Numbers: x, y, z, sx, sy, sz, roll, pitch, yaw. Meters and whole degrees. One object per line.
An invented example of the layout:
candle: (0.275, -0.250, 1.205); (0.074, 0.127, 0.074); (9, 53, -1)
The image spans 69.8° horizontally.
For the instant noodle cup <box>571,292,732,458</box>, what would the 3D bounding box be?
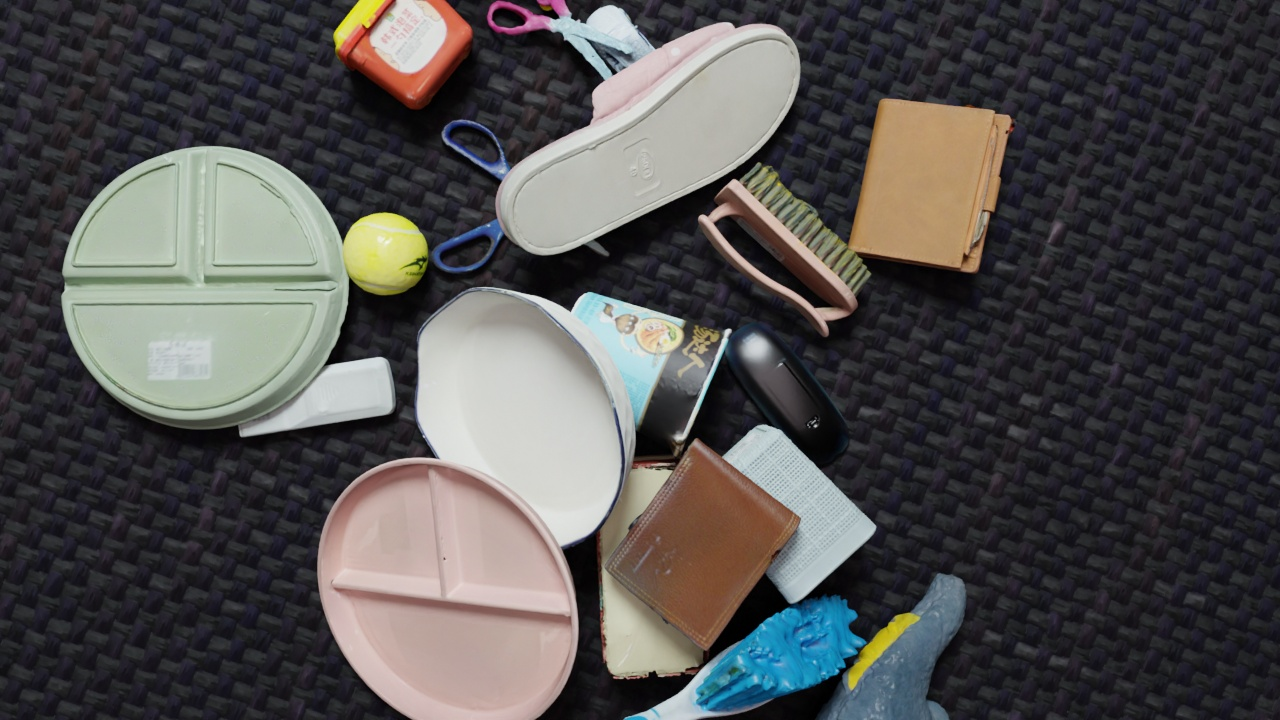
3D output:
instant noodle cup: (-0.004, 0.004, 0.721); (0.120, 0.111, 0.111); (23, 90, 4)

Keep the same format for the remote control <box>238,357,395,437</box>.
remote control: (-0.264, 0.029, 0.746); (0.125, 0.024, 0.049); (-9, 91, -2)

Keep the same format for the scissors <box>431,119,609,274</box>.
scissors: (-0.103, -0.132, 0.755); (0.176, 0.012, 0.162); (-35, 93, -2)

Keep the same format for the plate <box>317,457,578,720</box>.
plate: (-0.149, 0.183, 0.713); (0.230, 0.028, 0.229); (4, 103, 19)

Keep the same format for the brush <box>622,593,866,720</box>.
brush: (0.044, 0.244, 0.661); (0.110, 0.313, 0.060); (-43, 65, 34)

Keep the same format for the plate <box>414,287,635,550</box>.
plate: (-0.087, 0.042, 0.695); (0.205, 0.045, 0.205); (14, 115, 32)

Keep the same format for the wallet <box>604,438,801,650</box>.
wallet: (0.045, 0.136, 0.682); (0.101, 0.032, 0.124); (36, 95, 8)

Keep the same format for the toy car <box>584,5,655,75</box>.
toy car: (-0.009, -0.248, 0.746); (0.043, 0.034, 0.090); (-42, 91, 2)

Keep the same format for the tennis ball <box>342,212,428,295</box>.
tennis ball: (-0.201, -0.084, 0.725); (0.065, 0.065, 0.065); (0, 91, -3)

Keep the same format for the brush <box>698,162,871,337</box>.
brush: (0.118, -0.087, 0.742); (0.145, 0.063, 0.073); (43, 85, -5)

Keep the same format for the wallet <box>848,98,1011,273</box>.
wallet: (0.235, -0.143, 0.748); (0.108, 0.031, 0.132); (12, 91, 20)

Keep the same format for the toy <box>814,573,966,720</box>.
toy: (0.189, 0.349, 0.751); (0.137, 0.091, 0.356); (8, 93, -31)

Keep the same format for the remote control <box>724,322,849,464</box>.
remote control: (0.124, 0.028, 0.764); (0.053, 0.024, 0.136); (-39, 93, -2)

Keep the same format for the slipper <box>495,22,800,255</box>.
slipper: (0.006, -0.176, 0.720); (0.274, 0.054, 0.114); (-34, 135, -8)

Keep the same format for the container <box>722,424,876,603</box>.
container: (0.111, 0.117, 0.735); (0.090, 0.090, 0.111); (-42, 91, -2)

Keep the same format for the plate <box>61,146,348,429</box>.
plate: (-0.348, -0.060, 0.726); (0.230, 0.027, 0.230); (0, 86, 2)

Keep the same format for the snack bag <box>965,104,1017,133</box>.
snack bag: (0.278, -0.156, 0.766); (0.048, 0.026, 0.104); (17, 91, 6)

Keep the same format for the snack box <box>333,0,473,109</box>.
snack box: (-0.182, -0.250, 0.716); (0.080, 0.082, 0.091); (40, 90, -13)

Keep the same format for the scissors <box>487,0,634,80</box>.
scissors: (-0.068, -0.263, 0.735); (0.093, 0.017, 0.137); (-35, 75, 0)

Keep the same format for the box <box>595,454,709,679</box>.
box: (0.005, 0.164, 0.736); (0.091, 0.077, 0.168); (-3, 91, -3)
